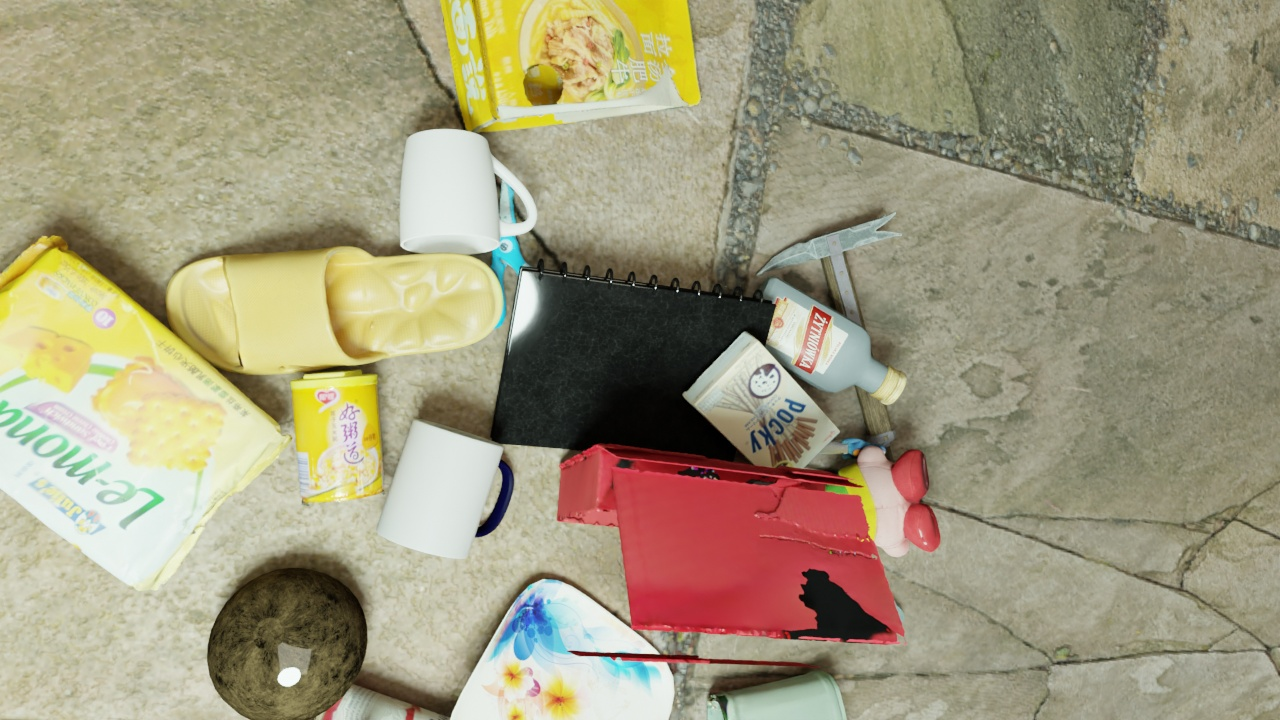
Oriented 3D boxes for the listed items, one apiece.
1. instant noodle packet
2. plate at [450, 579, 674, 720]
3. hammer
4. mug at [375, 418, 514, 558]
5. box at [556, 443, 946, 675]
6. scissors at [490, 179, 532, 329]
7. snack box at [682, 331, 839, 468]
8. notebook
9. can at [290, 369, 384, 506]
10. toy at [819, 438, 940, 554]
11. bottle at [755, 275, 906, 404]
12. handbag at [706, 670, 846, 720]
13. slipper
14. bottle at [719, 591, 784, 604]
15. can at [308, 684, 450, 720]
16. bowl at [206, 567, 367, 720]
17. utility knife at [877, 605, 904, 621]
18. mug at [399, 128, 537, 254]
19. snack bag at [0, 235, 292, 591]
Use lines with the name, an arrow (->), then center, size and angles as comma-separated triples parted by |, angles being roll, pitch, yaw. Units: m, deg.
instant noodle packet -> -0.052, -0.295, 0.800 | 0.221, 0.084, 0.163 | -13, 97, -24
plate -> -0.065, 0.304, 0.796 | 0.187, 0.016, 0.186 | 41, 54, -14
hammer -> 0.222, 0.027, 0.911 | 0.147, 0.028, 0.317 | -17, 96, -9
mug -> -0.155, 0.110, 0.774 | 0.111, 0.079, 0.097 | 23, 83, -45
box -> 0.066, 0.124, 0.716 | 0.211, 0.316, 0.124 | 9, 97, -18
scissors -> -0.129, -0.094, 0.807 | 0.090, 0.014, 0.141 | -20, 99, -14
snack box -> 0.113, 0.049, 0.843 | 0.082, 0.026, 0.150 | -46, 123, 1
notebook -> -0.005, 0.005, 0.814 | 0.231, 0.019, 0.169 | 6, 111, -18
can -> -0.245, 0.061, 0.744 | 0.067, 0.068, 0.105 | -4, 92, -18
toy -> 0.207, 0.132, 0.871 | 0.096, 0.132, 0.124 | -16, 96, -61
bottle -> 0.174, -0.011, 0.867 | 0.161, 0.046, 0.072 | 29, 95, -4
handbag -> 0.129, 0.357, 0.867 | 0.121, 0.067, 0.106 | -5, 91, -17
slipper -> -0.241, -0.041, 0.738 | 0.263, 0.078, 0.099 | -5, 96, -16
bottle -> 0.080, 0.201, 0.864 | 0.119, 0.036, 0.036 | 17, 86, -17
can -> -0.193, 0.324, 0.764 | 0.170, 0.067, 0.067 | 26, 83, -16
bowl -> -0.280, 0.217, 0.713 | 0.121, 0.056, 0.121 | 1, 64, -2
utility knife -> 0.201, 0.191, 0.913 | 0.031, 0.015, 0.209 | -41, 98, -12
mug -> -0.143, -0.139, 0.766 | 0.114, 0.081, 0.087 | -1, 85, -19
snack bag -> -0.406, 0.038, 0.692 | 0.247, 0.068, 0.159 | 46, 79, -13
